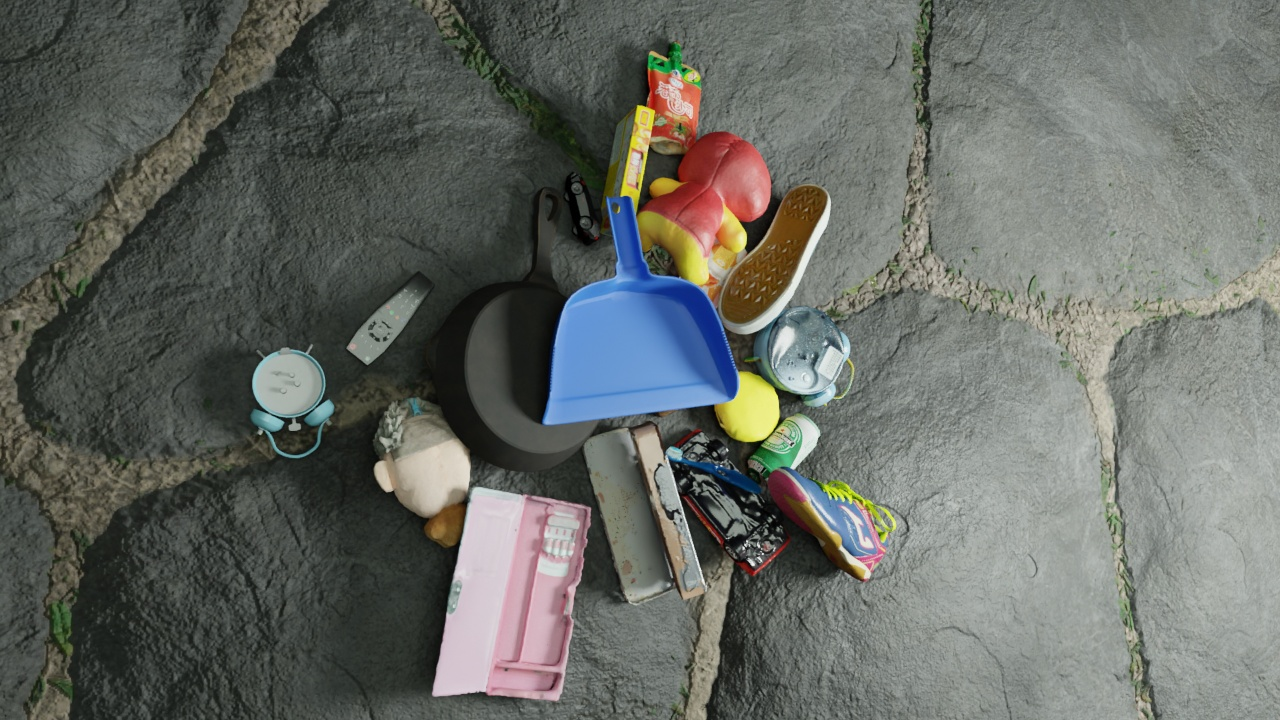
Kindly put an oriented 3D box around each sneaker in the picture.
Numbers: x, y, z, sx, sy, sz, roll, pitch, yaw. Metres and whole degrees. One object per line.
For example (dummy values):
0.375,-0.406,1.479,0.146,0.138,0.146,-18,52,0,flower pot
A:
0.186,-0.123,1.216,0.087,0.079,0.235,25,72,26,sneaker
0.245,0.189,1.177,0.091,0.116,0.242,-50,128,-10,sneaker

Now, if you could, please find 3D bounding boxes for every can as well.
0.187,0.119,1.205,0.101,0.053,0.053,-43,99,-18,can

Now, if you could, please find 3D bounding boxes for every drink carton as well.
0.086,-0.106,1.205,0.069,0.039,0.122,34,80,-15,drink carton

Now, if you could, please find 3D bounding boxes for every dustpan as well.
-0.013,-0.068,1.085,0.245,0.060,0.257,-6,78,-21,dustpan

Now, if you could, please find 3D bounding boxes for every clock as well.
0.223,-0.003,1.227,0.162,0.060,0.118,32,75,-15,clock
-0.384,0.046,1.010,0.087,0.042,0.123,-7,85,-21,clock

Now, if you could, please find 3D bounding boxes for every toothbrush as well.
0.092,0.137,1.141,0.132,0.016,0.021,22,44,-5,toothbrush

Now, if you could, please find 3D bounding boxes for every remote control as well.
-0.290,-0.050,1.071,0.039,0.010,0.124,41,73,-12,remote control

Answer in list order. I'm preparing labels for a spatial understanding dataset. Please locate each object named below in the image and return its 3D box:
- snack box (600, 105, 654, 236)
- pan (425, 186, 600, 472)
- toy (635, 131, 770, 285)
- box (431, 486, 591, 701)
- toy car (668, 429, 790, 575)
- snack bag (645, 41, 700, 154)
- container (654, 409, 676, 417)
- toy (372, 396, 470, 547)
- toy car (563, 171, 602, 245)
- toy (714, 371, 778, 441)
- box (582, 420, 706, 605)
-0.019,-0.236,1.154,0.025,0.075,0.152,14,80,-20,snack box
-0.121,-0.047,1.089,0.248,0.043,0.355,17,70,-33,pan
0.086,-0.204,1.166,0.147,0.099,0.215,37,65,4,toy
-0.152,0.270,1.065,0.179,0.059,0.232,18,78,-35,box
0.107,0.179,1.170,0.081,0.056,0.189,-38,88,-20,toy car
0.041,-0.350,1.212,0.087,0.044,0.155,13,74,-30,snack bag
0.062,0.019,1.165,0.113,0.061,0.063,-32,96,-20,container
-0.237,0.125,1.040,0.132,0.076,0.176,-14,88,-36,toy
-0.070,-0.191,1.148,0.036,0.042,0.091,-14,90,-19,toy car
0.140,0.060,1.200,0.094,0.041,0.095,-30,91,-25,toy
0.015,0.185,1.116,0.094,0.108,0.216,-17,91,-33,box
